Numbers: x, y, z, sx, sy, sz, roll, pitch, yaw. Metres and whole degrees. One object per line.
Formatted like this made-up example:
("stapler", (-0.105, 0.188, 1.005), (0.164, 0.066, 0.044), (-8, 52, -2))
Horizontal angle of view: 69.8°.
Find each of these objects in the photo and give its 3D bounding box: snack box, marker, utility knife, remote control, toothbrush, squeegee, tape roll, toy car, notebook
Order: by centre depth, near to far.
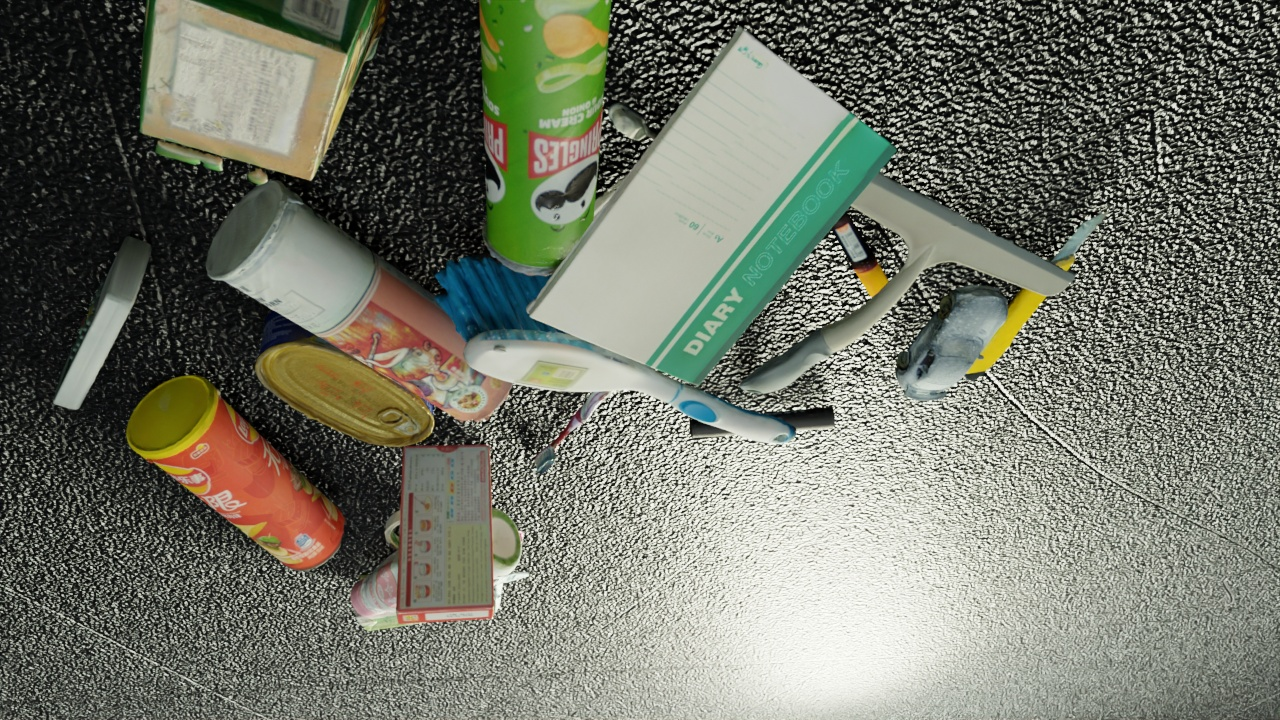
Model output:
("snack box", (-0.182, -0.159, 0.440), (0.118, 0.105, 0.118), (12, 137, -25))
("notebook", (0.046, -0.081, 0.572), (0.150, 0.012, 0.209), (22, 117, -37))
("toothbrush", (0.052, -0.121, 0.603), (0.181, 0.018, 0.016), (22, 125, -34))
("remote control", (-0.363, -0.024, 0.616), (0.019, 0.056, 0.135), (23, 133, -32))
("marker", (0.158, -0.081, 0.672), (0.018, 0.015, 0.124), (-23, 137, 22))
("squeegee", (0.151, -0.026, 0.699), (0.246, 0.039, 0.247), (20, 140, -24))
("utility knife", (0.310, -0.047, 0.739), (0.033, 0.015, 0.198), (-9, 144, -25))
("toy car", (0.257, -0.013, 0.758), (0.054, 0.036, 0.121), (5, 137, -16))
("snack box", (-0.165, 0.143, 0.779), (0.077, 0.155, 0.027), (0, 143, -11))
("toothbrush", (-0.046, 0.046, 0.790), (0.016, 0.017, 0.188), (17, 136, -29))
("marker", (0.110, 0.058, 0.830), (0.132, 0.020, 0.022), (-5, 131, -4))
("tape roll", (-0.211, 0.170, 0.918), (0.086, 0.013, 0.086), (-5, 141, -4))

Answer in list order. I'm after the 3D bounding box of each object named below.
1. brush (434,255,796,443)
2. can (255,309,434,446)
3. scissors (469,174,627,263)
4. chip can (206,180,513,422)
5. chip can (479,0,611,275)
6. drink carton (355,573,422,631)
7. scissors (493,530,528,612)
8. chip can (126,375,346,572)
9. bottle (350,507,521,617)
("brush", (-0.004, 0.004, 0.679), (0.314, 0.109, 0.061), (11, 134, -43))
("can", (-0.217, 0.011, 0.691), (0.075, 0.049, 0.148), (-27, 138, 23))
("scissors", (-0.066, -0.082, 0.630), (0.140, 0.014, 0.174), (3, 140, -16))
("chip can", (-0.179, -0.032, 0.628), (0.071, 0.071, 0.214), (-28, 138, 23))
("chip can", (-0.053, -0.154, 0.498), (0.072, 0.072, 0.237), (-1, 140, -9))
("drink carton", (-0.238, 0.252, 0.984), (0.122, 0.053, 0.045), (-10, 142, 3))
("scissors", (-0.153, 0.233, 0.965), (0.123, 0.017, 0.134), (-35, 151, -41))
("chip can", (-0.328, 0.101, 0.766), (0.073, 0.073, 0.217), (-13, 142, 5))
("bottle", (-0.207, 0.206, 0.900), (0.197, 0.068, 0.068), (-28, 137, 28))
